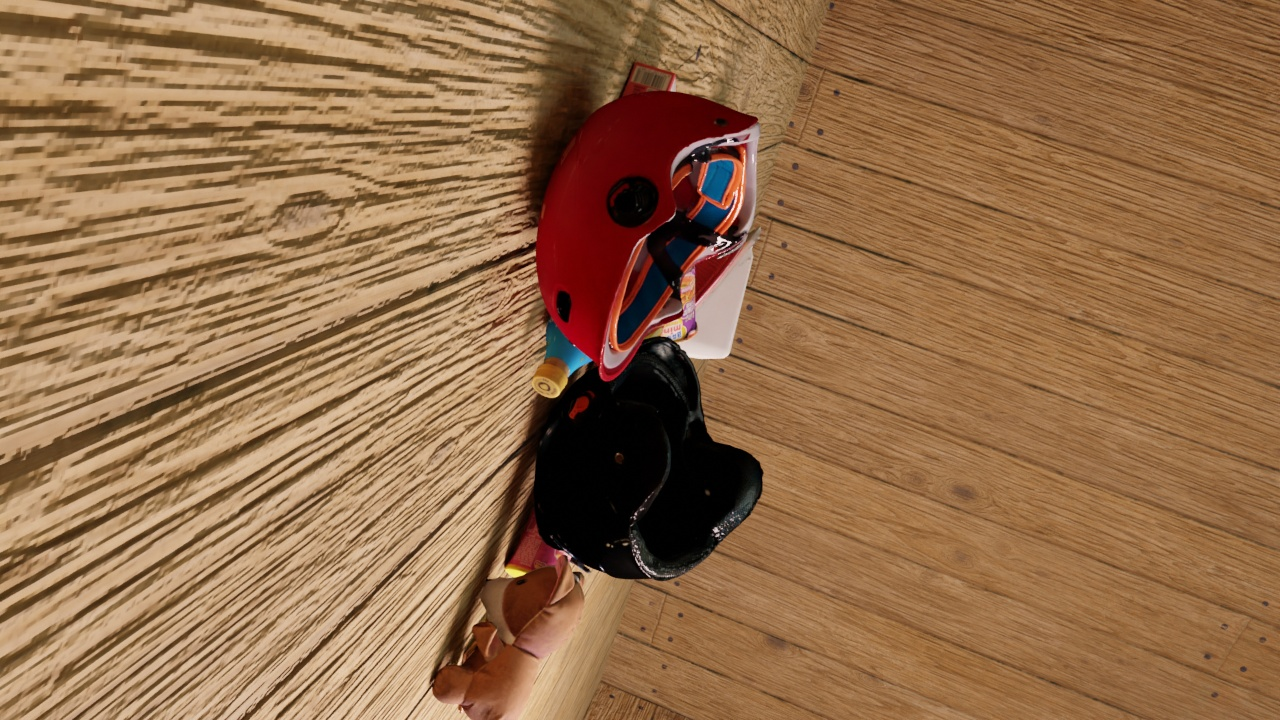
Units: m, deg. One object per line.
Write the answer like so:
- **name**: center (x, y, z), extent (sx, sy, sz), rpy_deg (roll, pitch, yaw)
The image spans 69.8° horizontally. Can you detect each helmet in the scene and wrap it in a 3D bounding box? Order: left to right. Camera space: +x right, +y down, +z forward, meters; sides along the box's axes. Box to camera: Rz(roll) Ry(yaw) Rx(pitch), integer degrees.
- **helmet**: center (-0.012, -0.116, 0.761), extent (0.239, 0.144, 0.207), rpy_deg (-53, 165, -10)
- **helmet**: center (-0.008, 0.115, 1.050), extent (0.233, 0.231, 0.274), rpy_deg (29, 54, -52)

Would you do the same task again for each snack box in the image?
- **snack box**: center (-0.003, -0.210, 0.915), extent (0.113, 0.044, 0.127), rpy_deg (74, 35, -78)

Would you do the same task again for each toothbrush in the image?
- **toothbrush**: center (-0.088, 0.255, 1.165), extent (0.016, 0.014, 0.190), rpy_deg (-48, -170, -13)

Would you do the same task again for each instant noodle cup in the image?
- **instant noodle cup**: center (0.026, -0.090, 1.222), extent (0.111, 0.111, 0.099), rpy_deg (-57, 156, -58)
- **instant noodle cup**: center (0.072, -0.129, 1.388), extent (0.194, 0.066, 0.193), rpy_deg (-50, -173, 8)

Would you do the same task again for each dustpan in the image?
- **dustpan**: center (0.073, -0.088, 1.467), extent (0.223, 0.142, 0.257), rpy_deg (180, -79, -81)

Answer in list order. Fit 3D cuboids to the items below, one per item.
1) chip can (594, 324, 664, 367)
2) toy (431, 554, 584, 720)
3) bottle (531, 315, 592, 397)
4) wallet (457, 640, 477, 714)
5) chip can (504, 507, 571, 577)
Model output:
- **chip can**: center (-0.015, -0.019, 1.168), extent (0.073, 0.073, 0.217), rpy_deg (-54, 165, -63)
- **toy**: center (-0.139, 0.304, 1.025), extent (0.199, 0.130, 0.140), rpy_deg (-47, 169, -11)
- **bottle**: center (-0.050, -0.050, 0.920), extent (0.065, 0.065, 0.218), rpy_deg (100, 13, -50)
- **wallet**: center (-0.185, 0.365, 1.134), extent (0.115, 0.020, 0.101), rpy_deg (-36, 144, -55)
- **chip can**: center (-0.095, 0.181, 1.159), extent (0.071, 0.071, 0.210), rpy_deg (93, 19, -64)
